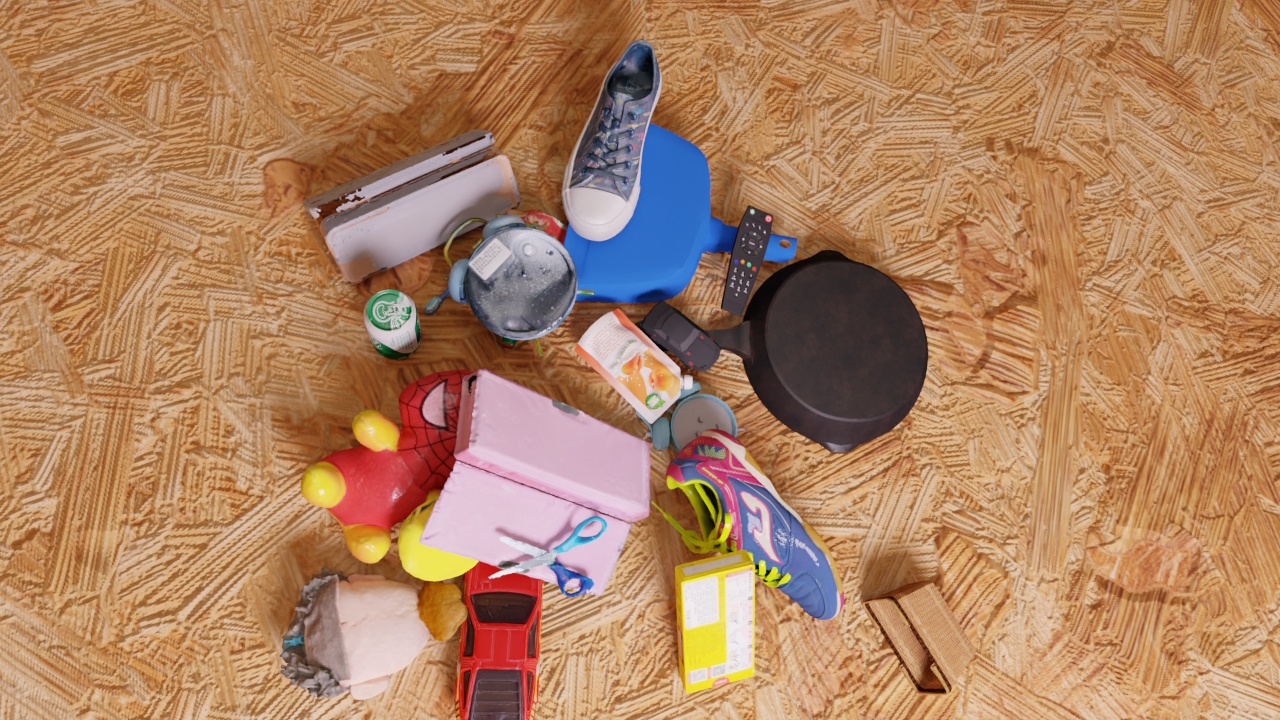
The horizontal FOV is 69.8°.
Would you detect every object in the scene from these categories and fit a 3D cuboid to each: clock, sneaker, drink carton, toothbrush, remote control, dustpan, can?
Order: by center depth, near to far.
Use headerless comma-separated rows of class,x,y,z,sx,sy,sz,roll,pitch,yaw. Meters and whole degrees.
can,-0.254,-0.036,0.944,0.053,0.101,0.053,3,74,-10
sneaker,0.113,0.188,0.952,0.090,0.116,0.242,-40,95,-26
clock,-0.137,-0.089,0.970,0.162,0.060,0.118,42,85,4
drink carton,-0.006,0.006,0.998,0.069,0.039,0.122,-44,76,-9
clock,0.050,0.065,1.003,0.123,0.042,0.087,32,72,-2
sneaker,-0.031,-0.249,1.010,0.087,0.079,0.235,14,73,2
toothbrush,-0.193,-0.099,1.017,0.021,0.016,0.132,41,73,-2
remote control,0.117,-0.111,1.030,0.039,0.010,0.124,20,80,-17
dustpan,0.054,-0.161,1.057,0.258,0.059,0.245,11,73,3

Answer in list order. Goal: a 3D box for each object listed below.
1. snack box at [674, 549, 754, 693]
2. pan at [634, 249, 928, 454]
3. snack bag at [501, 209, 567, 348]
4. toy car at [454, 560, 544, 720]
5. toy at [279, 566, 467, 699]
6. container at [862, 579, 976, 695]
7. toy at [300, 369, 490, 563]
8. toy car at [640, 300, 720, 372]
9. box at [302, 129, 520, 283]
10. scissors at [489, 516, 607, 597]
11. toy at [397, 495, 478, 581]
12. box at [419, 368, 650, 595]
snack box,0.075,0.262,0.914,0.075,0.025,0.152,-10,119,-12
pan,0.168,-0.023,1.047,0.356,0.043,0.248,3,75,-9
snack bag,-0.130,-0.087,1.018,0.087,0.044,0.155,15,79,-7
toy car,-0.138,0.265,0.910,0.081,0.056,0.189,5,72,-10
toy,-0.254,0.255,0.881,0.175,0.076,0.132,-9,63,-10
container,0.301,0.291,0.979,0.061,0.063,0.114,-28,82,-24
toy,-0.220,0.092,0.911,0.216,0.099,0.147,-37,122,-15
toy car,0.045,-0.026,1.001,0.092,0.036,0.042,39,80,8
box,-0.244,-0.170,1.005,0.216,0.094,0.107,-29,105,-17
scissors,-0.088,0.201,0.891,0.132,0.015,0.110,-13,117,-29
toy,-0.186,0.170,0.879,0.095,0.041,0.094,-37,128,-12
box,-0.087,0.125,0.898,0.232,0.059,0.179,26,69,-38
